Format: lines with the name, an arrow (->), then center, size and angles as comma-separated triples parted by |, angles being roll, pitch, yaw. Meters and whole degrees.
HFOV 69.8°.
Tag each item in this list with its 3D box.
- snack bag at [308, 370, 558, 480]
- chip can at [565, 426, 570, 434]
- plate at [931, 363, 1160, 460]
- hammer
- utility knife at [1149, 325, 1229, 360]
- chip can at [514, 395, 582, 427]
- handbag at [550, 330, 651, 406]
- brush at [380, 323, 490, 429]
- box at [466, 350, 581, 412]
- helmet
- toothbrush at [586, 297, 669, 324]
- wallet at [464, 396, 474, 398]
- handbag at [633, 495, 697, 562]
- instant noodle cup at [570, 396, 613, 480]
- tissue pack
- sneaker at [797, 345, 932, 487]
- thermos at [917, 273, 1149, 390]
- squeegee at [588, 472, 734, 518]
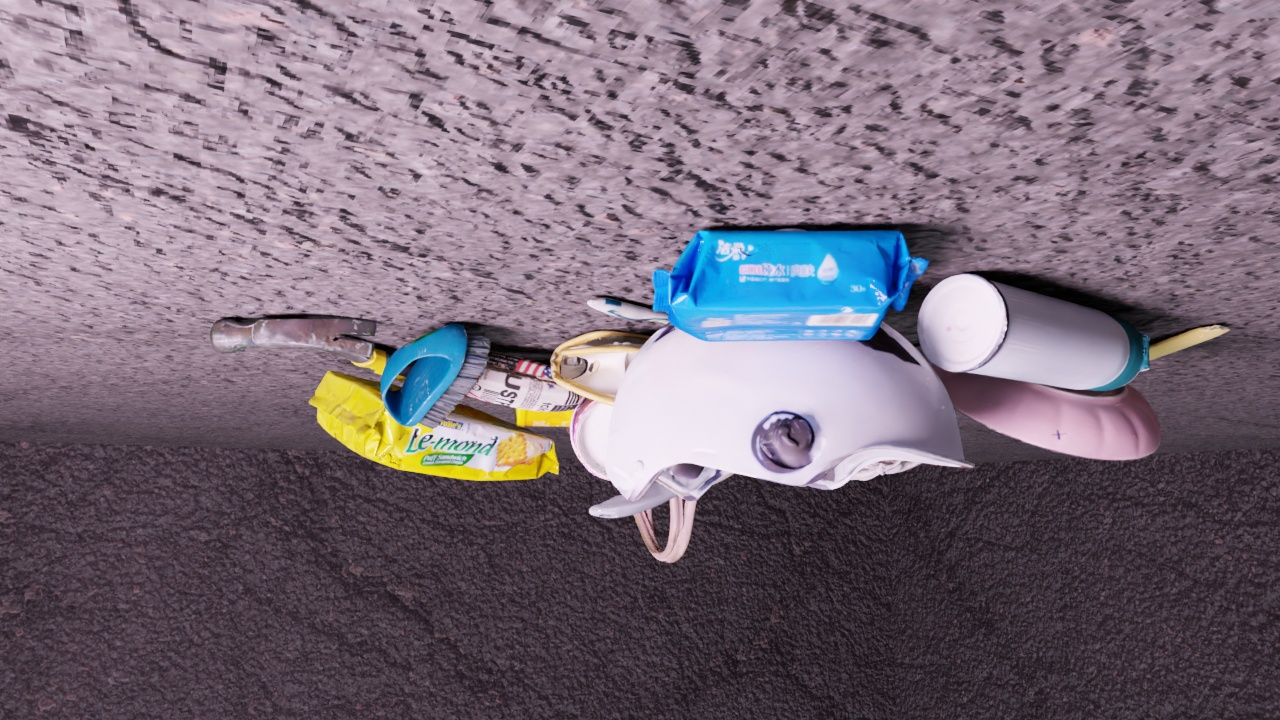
snack bag -> -0.223, 0.079, 0.995 | 0.246, 0.068, 0.158 | 18, 179, -43
chip can -> 0.017, 0.057, 1.118 | 0.215, 0.071, 0.071 | -1, 171, 11
plate -> 0.350, 0.022, 0.792 | 0.192, 0.039, 0.192 | 9, -157, -4
hammer -> -0.261, 0.001, 0.902 | 0.126, 0.032, 0.323 | -1, 171, 13
utility knife -> 0.489, -0.012, 0.847 | 0.031, 0.018, 0.152 | -4, 173, -1
chip can -> -0.032, 0.041, 1.017 | 0.213, 0.072, 0.072 | 2, 171, -10
handbag -> -0.005, 0.005, 0.883 | 0.163, 0.063, 0.179 | 7, -177, -36
brush -> -0.191, 0.014, 0.818 | 0.073, 0.055, 0.144 | 11, 145, -33
box -> -0.138, 0.023, 0.909 | 0.164, 0.064, 0.074 | 12, -174, -10
helmet -> 0.101, 0.024, 0.678 | 0.259, 0.145, 0.229 | -8, 170, 21
toothbrush -> 0.027, -0.029, 0.747 | 0.016, 0.018, 0.191 | -8, 168, 43
wallet -> -0.163, 0.030, 1.096 | 0.119, 0.035, 0.131 | 12, 167, -30
handbag -> 0.034, 0.174, 1.334 | 0.093, 0.234, 0.194 | 6, 170, -23
instant noodle cup -> -0.021, 0.073, 0.925 | 0.111, 0.111, 0.099 | 0, 179, 2
tissue pack -> 0.083, -0.045, 0.544 | 0.157, 0.052, 0.095 | -1, 169, 5
sneaker -> 0.241, 0.078, 0.943 | 0.118, 0.087, 0.242 | 17, 136, -30
thermos -> 0.298, -0.014, 0.682 | 0.223, 0.073, 0.073 | 7, 169, -38
squeegee -> 0.060, 0.110, 0.923 | 0.246, 0.039, 0.247 | -24, 164, -25
